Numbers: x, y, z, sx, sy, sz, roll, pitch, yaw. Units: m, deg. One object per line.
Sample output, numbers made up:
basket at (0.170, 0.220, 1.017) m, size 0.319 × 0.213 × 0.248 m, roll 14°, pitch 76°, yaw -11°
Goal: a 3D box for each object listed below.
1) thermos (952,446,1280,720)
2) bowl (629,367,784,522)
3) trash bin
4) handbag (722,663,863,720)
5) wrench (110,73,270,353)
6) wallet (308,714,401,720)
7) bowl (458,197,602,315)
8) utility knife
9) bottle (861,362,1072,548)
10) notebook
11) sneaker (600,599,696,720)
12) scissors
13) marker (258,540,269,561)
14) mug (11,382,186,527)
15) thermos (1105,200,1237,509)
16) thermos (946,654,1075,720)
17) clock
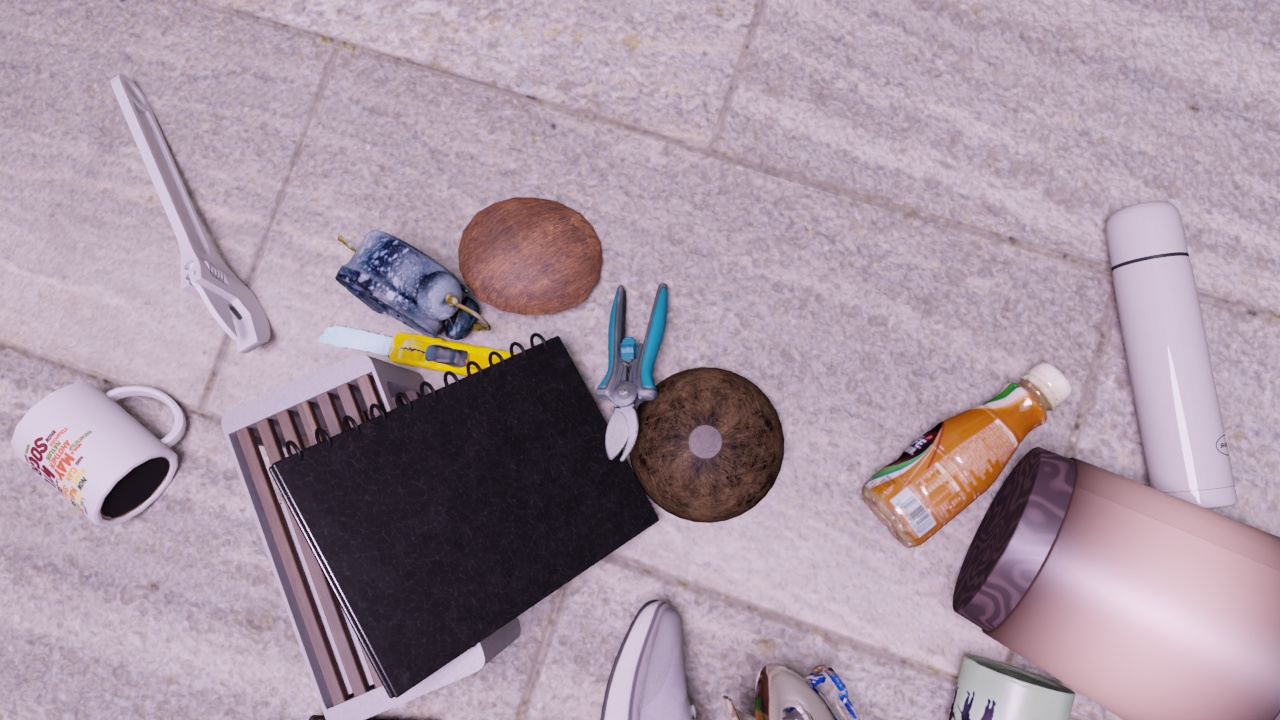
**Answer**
thermos at (0.342, 0.165, 0.604) m, size 0.226 × 0.172 × 0.172 m, roll 27°, pitch 86°, yaw 14°
bowl at (0.049, 0.062, 0.690) m, size 0.121 × 0.056 × 0.121 m, roll -1°, pitch 83°, yaw 5°
trash bin at (-0.191, 0.126, 0.674) m, size 0.114 × 0.114 × 0.228 m, roll -23°, pitch 82°, yaw 2°
handbag at (0.120, 0.284, 0.574) m, size 0.093 × 0.199 × 0.200 m, roll -29°, pitch 47°, yaw 3°
wrench at (-0.371, -0.124, 0.750) m, size 0.018 × 0.087 × 0.273 m, roll -31°, pitch 71°, yaw 0°
wallet at (-0.205, 0.331, 0.696) m, size 0.099 × 0.031 × 0.120 m, roll 2°, pitch 89°, yaw 4°
bowl at (-0.086, -0.088, 0.720) m, size 0.114 × 0.026 × 0.101 m, roll 4°, pitch 72°, yaw -6°
utility knife at (-0.161, -0.002, 0.739) m, size 0.207 × 0.018 × 0.030 m, roll 9°, pitch 75°, yaw 9°
bottle at (0.242, 0.065, 0.672) m, size 0.167 × 0.059 × 0.059 m, roll -39°, pitch 82°, yaw -1°
notebook at (-0.109, 0.089, 0.628) m, size 0.230 × 0.019 × 0.169 m, roll -27°, pitch 87°, yaw -38°
sneaker at (0.029, 0.293, 0.616) m, size 0.129 × 0.097 × 0.262 m, roll 5°, pitch 58°, yaw 1°
scissors at (-0.011, 0.001, 0.700) m, size 0.132 × 0.019 × 0.148 m, roll -41°, pitch 58°, yaw -5°
marker at (-0.254, 0.196, 0.721) m, size 0.016 × 0.016 × 0.140 m, roll -40°, pitch 82°, yaw -1°
mug at (-0.417, 0.064, 0.727) m, size 0.089 × 0.074 × 0.105 m, roll 37°, pitch 62°, yaw 8°
thermos at (0.385, -0.005, 0.671) m, size 0.052 × 0.052 × 0.224 m, roll -7°, pitch 83°, yaw 4°
thermos at (0.236, 0.330, 0.635) m, size 0.082 × 0.082 × 0.231 m, roll 15°, pitch 84°, yaw 6°
clock at (-0.173, -0.052, 0.707) m, size 0.129 × 0.090 × 0.052 m, roll 29°, pitch 80°, yaw 11°
